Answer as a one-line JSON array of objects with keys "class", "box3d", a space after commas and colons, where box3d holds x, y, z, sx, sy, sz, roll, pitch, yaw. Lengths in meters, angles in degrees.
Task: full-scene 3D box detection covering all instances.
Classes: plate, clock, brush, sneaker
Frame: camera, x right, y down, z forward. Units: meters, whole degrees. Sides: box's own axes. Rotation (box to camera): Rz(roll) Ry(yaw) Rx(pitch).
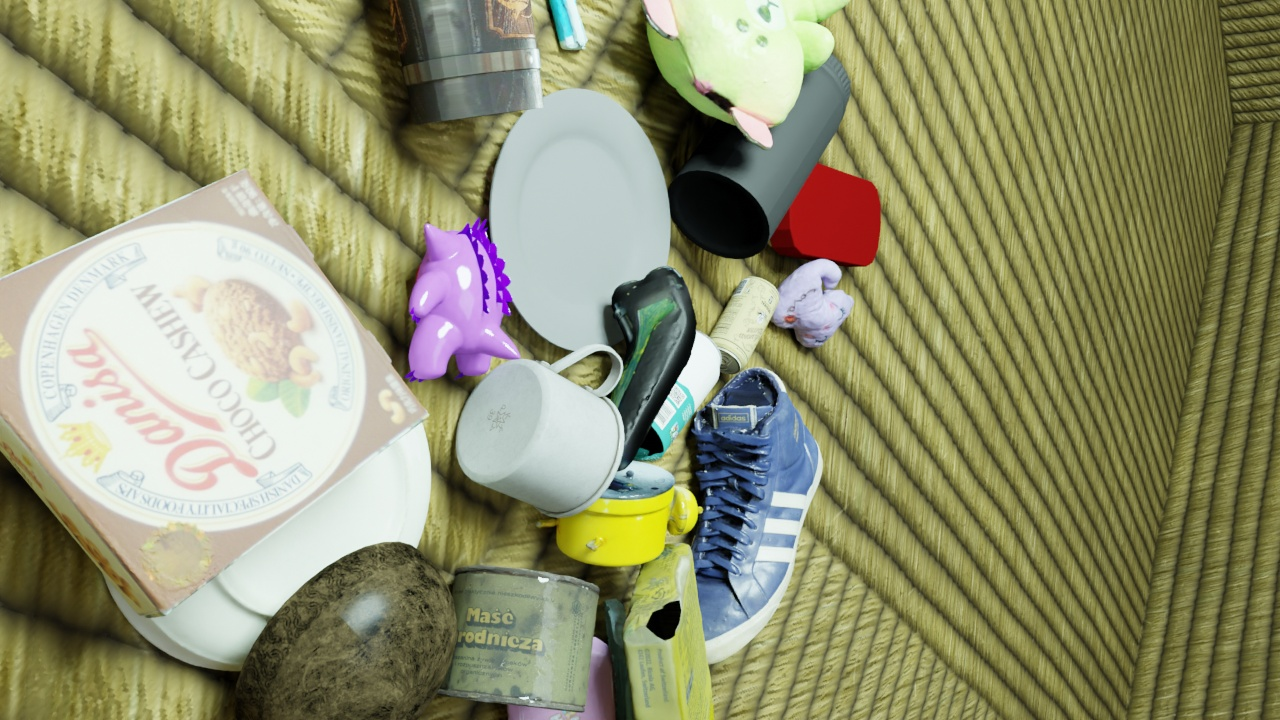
[{"class": "plate", "box3d": [-0.176, 0.072, 0.473, 0.182, 0.034, 0.182, -7, 99, -49]}, {"class": "clock", "box3d": [-0.010, 0.100, 0.636, 0.118, 0.083, 0.057, -8, 105, -47]}, {"class": "brush", "box3d": [0.166, -0.133, 0.852, 0.173, 0.042, 0.082, 1, 93, -50]}, {"class": "plate", "box3d": [-0.039, -0.095, 0.636, 0.178, 0.012, 0.178, -6, 98, -49]}, {"class": "sneaker", "box3d": [0.074, 0.110, 0.728, 0.232, 0.092, 0.118, -54, 135, -33]}]

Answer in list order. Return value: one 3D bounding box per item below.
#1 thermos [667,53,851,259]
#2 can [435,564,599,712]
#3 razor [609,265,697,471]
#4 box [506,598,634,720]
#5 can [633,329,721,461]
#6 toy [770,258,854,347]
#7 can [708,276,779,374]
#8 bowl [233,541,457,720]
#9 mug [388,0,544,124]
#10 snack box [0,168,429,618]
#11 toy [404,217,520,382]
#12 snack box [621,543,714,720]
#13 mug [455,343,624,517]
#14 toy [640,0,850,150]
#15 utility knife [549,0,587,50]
[{"class": "thermos", "box3d": [0.105, -0.180, 0.741, 0.198, 0.086, 0.086, -57, 132, -30]}, {"class": "can", "box3d": [-0.073, 0.167, 0.551, 0.090, 0.090, 0.074, 31, 58, -47]}, {"class": "razor", "box3d": [-0.004, 0.004, 0.624, 0.067, 0.054, 0.151, 24, 61, -4]}, {"class": "box", "box3d": [-0.045, 0.285, 0.655, 0.090, 0.091, 0.214, -4, 99, -7]}, {"class": "can", "box3d": [0.017, 0.024, 0.680, 0.101, 0.055, 0.055, -51, 129, -34]}, {"class": "toy", "box3d": [0.162, -0.052, 0.846, 0.099, 0.036, 0.080, 21, 114, -46]}, {"class": "can", "box3d": [0.084, -0.029, 0.768, 0.038, 0.038, 0.079, 55, 54, -37]}, {"class": "bowl", "box3d": [-0.138, 0.160, 0.474, 0.121, 0.056, 0.121, -40, 147, -34]}, {"class": "mug", "box3d": [-0.094, -0.195, 0.522, 0.115, 0.080, 0.107, -53, 137, -68]}, {"class": "snack box", "box3d": [-0.194, 0.010, 0.402, 0.146, 0.041, 0.143, -41, 101, -39]}, {"class": "toy", "box3d": [-0.101, -0.036, 0.532, 0.106, 0.056, 0.088, -4, 86, -73]}, {"class": "snack box", "box3d": [0.019, 0.229, 0.631, 0.121, 0.045, 0.181, -63, 147, -69]}, {"class": "mug", "box3d": [-0.056, 0.035, 0.569, 0.070, 0.084, 0.113, 32, 81, -44]}, {"class": "toy", "box3d": [0.072, -0.253, 0.684, 0.150, 0.107, 0.196, 44, 65, -13]}, {"class": "utility knife", "box3d": [-0.062, -0.283, 0.587, 0.022, 0.015, 0.167, -37, 122, -42]}]
